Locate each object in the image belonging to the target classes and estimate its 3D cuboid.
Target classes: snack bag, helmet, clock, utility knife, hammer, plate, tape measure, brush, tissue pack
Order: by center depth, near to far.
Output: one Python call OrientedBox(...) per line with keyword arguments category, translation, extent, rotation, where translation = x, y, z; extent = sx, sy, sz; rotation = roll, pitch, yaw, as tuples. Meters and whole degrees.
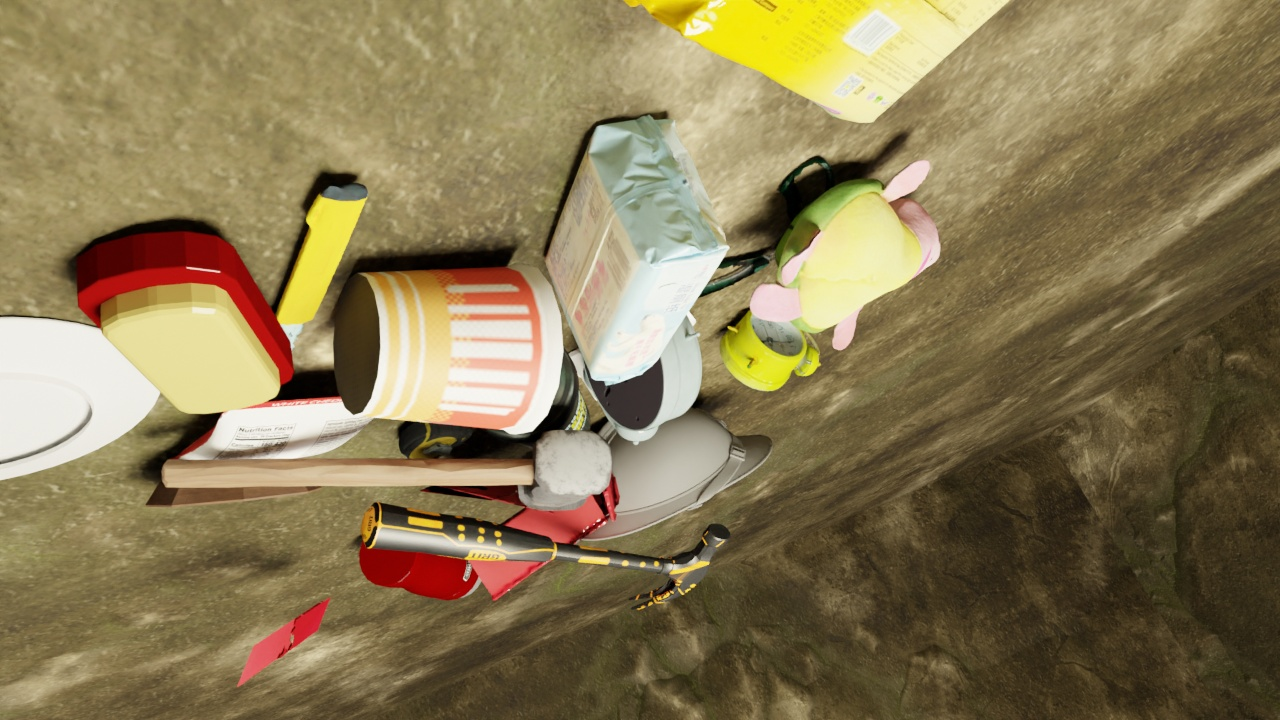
OrientedBox(category="snack bag", translation=(0.111, -0.210, 0.490), extent=(0.160, 0.068, 0.246), rotation=(-38, 156, 33))
OrientedBox(category="brush", translation=(-0.268, -0.013, 0.556), extent=(0.082, 0.041, 0.174), rotation=(-11, 157, -10))
OrientedBox(category="plate", translation=(-0.412, 0.037, 0.571), extent=(0.208, 0.015, 0.209), rotation=(-22, 159, -9))
OrientedBox(category="utility knife", translation=(-0.219, -0.043, 0.593), extent=(0.030, 0.019, 0.225), rotation=(-3, 149, -36))
OrientedBox(category="tissue pack", translation=(-0.008, -0.070, 0.634), extent=(0.069, 0.112, 0.182), rotation=(-14, 157, -25))
OrientedBox(category="hammer", translation=(-0.185, 0.085, 0.702), extent=(0.328, 0.052, 0.098), rotation=(2, 163, -16))
OrientedBox(category="snack bag", translation=(-0.280, 0.055, 0.720), extent=(0.130, 0.039, 0.144), rotation=(-3, 162, -44))
OrientedBox(category="plate", translation=(-0.328, 0.099, 0.745), extent=(0.131, 0.025, 0.131), rotation=(-4, 177, 0))
OrientedBox(category="hammer", translation=(-0.078, 0.163, 0.779), extent=(0.320, 0.036, 0.124), rotation=(15, 128, -29))
OrientedBox(category="clock", translation=(-0.005, 0.005, 0.797), extent=(0.045, 0.122, 0.160), rotation=(-17, 149, -33))
OrientedBox(category="tape measure", translation=(-0.199, 0.075, 0.877), extent=(0.062, 0.034, 0.061), rotation=(-32, 157, 17))
OrientedBox(category="clock", translation=(0.141, -0.015, 0.982), extent=(0.118, 0.083, 0.057), rotation=(-6, 146, -36))
OrientedBox(category="helmet", translation=(0.019, 0.104, 1.098), extent=(0.270, 0.118, 0.183), rotation=(-26, -169, -16))

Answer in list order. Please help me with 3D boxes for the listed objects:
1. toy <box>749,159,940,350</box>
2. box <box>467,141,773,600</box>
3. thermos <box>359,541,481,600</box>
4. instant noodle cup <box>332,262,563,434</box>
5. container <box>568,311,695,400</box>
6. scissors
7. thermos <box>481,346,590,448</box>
OrientedBox(category="toy", translation=(0.183, -0.093, 0.794), extent=(0.237, 0.088, 0.190), rotation=(-21, 135, -38))
OrientedBox(category="box", translation=(-0.018, 0.014, 0.926), extent=(0.171, 0.478, 0.214), rotation=(19, 179, 2))
OrientedBox(category="thermos", translation=(-0.285, 0.259, 1.170), extent=(0.108, 0.084, 0.198), rotation=(-9, 160, 12))
OrientedBox(category="instant noodle cup", translation=(-0.138, -0.010, 0.637), extent=(0.121, 0.123, 0.124), rotation=(1, 148, -36))
OrientedBox(category="container", translation=(-0.002, -0.001, 0.894), extent=(0.129, 0.049, 0.080), rotation=(-28, 159, 8))
OrientedBox(category="scissors", translation=(0.103, -0.100, 0.824), extent=(0.204, 0.015, 0.202), rotation=(-26, 157, 1))
OrientedBox(category="thermos", translation=(-0.094, 0.036, 0.825), extent=(0.098, 0.098, 0.221), rotation=(-25, 165, -1))
